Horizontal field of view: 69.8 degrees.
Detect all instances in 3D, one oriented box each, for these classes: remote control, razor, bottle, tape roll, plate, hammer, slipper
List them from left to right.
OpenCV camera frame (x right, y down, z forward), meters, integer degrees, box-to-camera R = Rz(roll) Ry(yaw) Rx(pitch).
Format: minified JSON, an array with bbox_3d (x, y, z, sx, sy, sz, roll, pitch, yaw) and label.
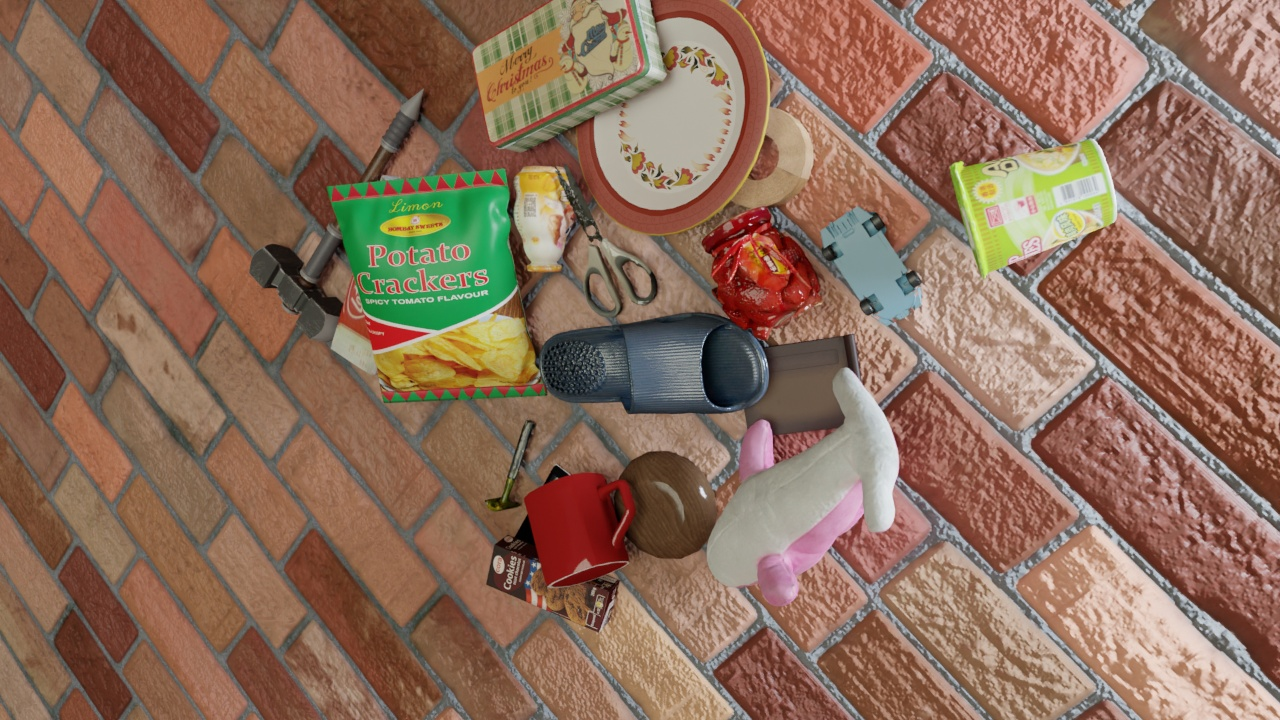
[{"bbox_3d":[-0.339,-0.183,1.083,0.156,0.043,0.323,44,110,14],"label":"hammer"},{"bbox_3d":[-0.140,0.118,1.030,0.026,0.042,0.106,21,96,24],"label":"razor"},{"bbox_3d":[-0.113,0.174,1.032,0.028,0.011,0.124,36,110,17],"label":"remote control"},{"bbox_3d":[-0.101,-0.147,0.956,0.063,0.063,0.108,5,100,25],"label":"bottle"},{"bbox_3d":[-0.005,0.005,0.913,0.264,0.082,0.101,0,95,31],"label":"slipper"},{"bbox_3d":[0.029,-0.235,0.886,0.230,0.021,0.230,1,92,39],"label":"plate"},{"bbox_3d":[0.114,-0.191,0.866,0.094,0.027,0.094,4,98,25],"label":"tape roll"},{"bbox_3d":[0.111,-0.079,0.841,0.099,0.098,0.111,-30,83,26],"label":"bottle"}]

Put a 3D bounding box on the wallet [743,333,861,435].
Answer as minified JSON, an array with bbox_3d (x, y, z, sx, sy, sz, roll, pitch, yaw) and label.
[{"bbox_3d":[0.155,0.027,0.883,0.116,0.018,0.091,-8,93,25],"label":"wallet"}]

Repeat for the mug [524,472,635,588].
[{"bbox_3d":[-0.054,0.171,0.949,0.117,0.080,0.096,-29,67,26],"label":"mug"}]

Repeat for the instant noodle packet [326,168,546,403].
[{"bbox_3d":[-0.216,-0.071,0.986,0.196,0.090,0.253,-3,113,12],"label":"instant noodle packet"}]

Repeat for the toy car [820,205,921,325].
[{"bbox_3d":[0.211,-0.087,0.834,0.060,0.027,0.108,-33,92,25],"label":"toy car"}]

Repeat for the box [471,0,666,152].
[{"bbox_3d":[-0.076,-0.295,0.913,0.206,0.050,0.117,-15,81,35],"label":"box"}]

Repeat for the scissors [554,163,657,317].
[{"bbox_3d":[-0.034,-0.123,0.931,0.133,0.012,0.170,11,116,14],"label":"scissors"}]

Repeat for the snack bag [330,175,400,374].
[{"bbox_3d":[-0.296,-0.096,1.060,0.077,0.041,0.225,29,108,20],"label":"snack bag"}]

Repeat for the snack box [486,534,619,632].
[{"bbox_3d":[-0.098,0.245,1.014,0.141,0.031,0.051,18,106,16],"label":"snack box"}]

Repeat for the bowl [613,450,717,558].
[{"bbox_3d":[0.020,0.154,0.955,0.118,0.030,0.118,4,98,25],"label":"bowl"}]

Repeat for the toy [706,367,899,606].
[{"bbox_3d":[0.159,0.133,0.835,0.266,0.127,0.186,126,147,-44],"label":"toy"}]

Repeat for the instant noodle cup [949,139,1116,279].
[{"bbox_3d":[0.318,-0.128,0.744,0.108,0.098,0.099,-15,90,19],"label":"instant noodle cup"}]
